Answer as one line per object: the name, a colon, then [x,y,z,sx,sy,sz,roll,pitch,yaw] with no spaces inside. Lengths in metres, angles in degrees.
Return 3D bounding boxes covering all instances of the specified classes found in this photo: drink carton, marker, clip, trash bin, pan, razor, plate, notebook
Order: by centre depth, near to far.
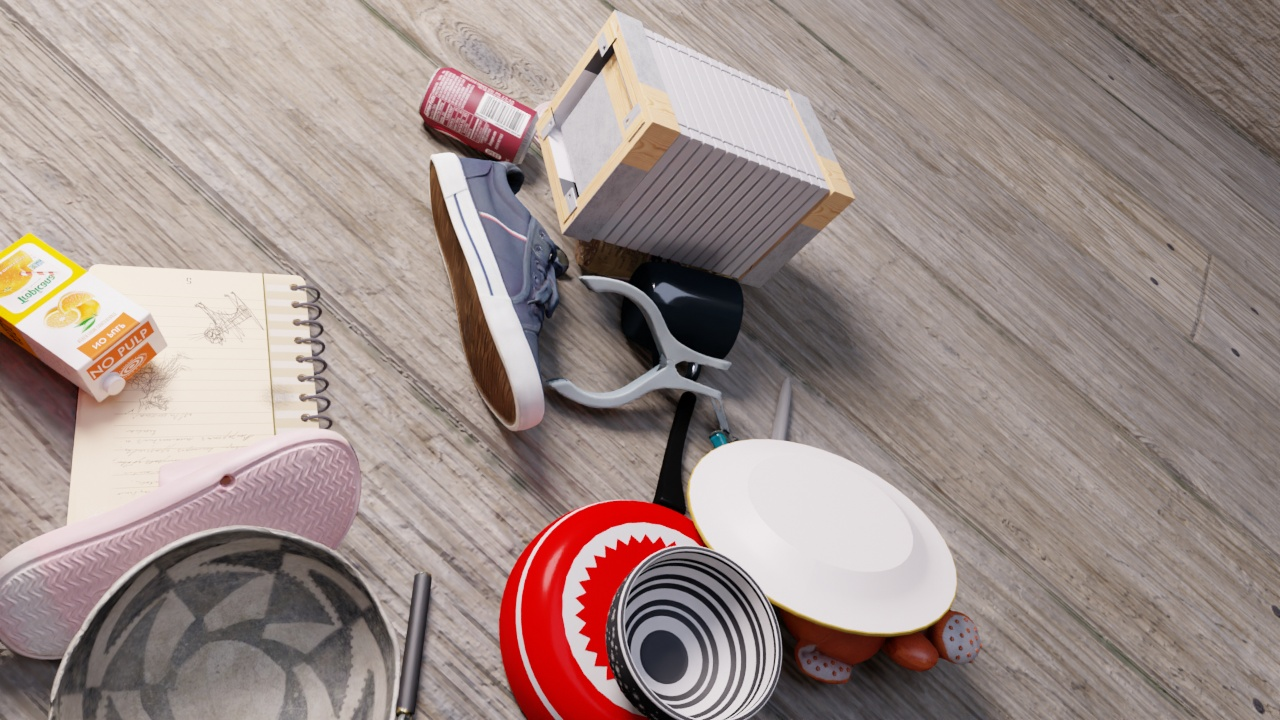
razor: [-0.153,0.210,0.617,0.043,0.022,0.144,55,20,-46]
drink carton: [-0.391,-0.029,0.627,0.122,0.040,0.058,31,58,12]
notebook: [-0.314,0.023,0.669,0.167,0.024,0.225,1,55,-28]
pan: [0.016,0.149,0.739,0.209,0.067,0.355,26,50,-10]
plate: [0.151,0.130,0.749,0.229,0.021,0.229,13,29,-8]
clip: [-0.014,0.020,0.821,0.173,0.030,0.159,34,89,-15]
trash bin: [0.051,-0.192,0.882,0.246,0.143,0.142,11,50,-36]
marker: [0.138,0.066,0.897,0.016,0.022,0.138,22,48,-6]

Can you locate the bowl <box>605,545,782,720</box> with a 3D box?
bowl: [0.028,0.194,0.623,0.120,0.067,0.120,14,53,-19]

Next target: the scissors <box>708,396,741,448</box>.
scissors: [0.088,0.098,0.834,0.123,0.019,0.148,49,28,-11]

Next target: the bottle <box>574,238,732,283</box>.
bottle: [0.018,-0.100,0.935,0.166,0.060,0.059,15,49,-26]

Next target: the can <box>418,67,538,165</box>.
can: [-0.165,-0.250,0.945,0.114,0.063,0.063,26,46,-10]

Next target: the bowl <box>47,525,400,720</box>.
bowl: [-0.237,0.191,0.533,0.178,0.081,0.178,12,66,-28]

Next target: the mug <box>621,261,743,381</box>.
mug: [0.037,-0.031,0.879,0.094,0.085,0.121,12,68,-20]

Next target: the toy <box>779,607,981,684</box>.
toy: [0.191,0.194,0.778,0.172,0.093,0.163,-3,57,-30]

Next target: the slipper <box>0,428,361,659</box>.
slipper: [-0.280,0.113,0.573,0.221,0.107,0.056,-23,31,-29]

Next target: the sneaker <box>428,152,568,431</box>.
sneaker: [-0.103,-0.069,0.810,0.127,0.121,0.294,-6,55,-19]

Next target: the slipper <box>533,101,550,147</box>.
slipper: [-0.022,-0.211,0.997,0.239,0.065,0.094,44,46,10]
